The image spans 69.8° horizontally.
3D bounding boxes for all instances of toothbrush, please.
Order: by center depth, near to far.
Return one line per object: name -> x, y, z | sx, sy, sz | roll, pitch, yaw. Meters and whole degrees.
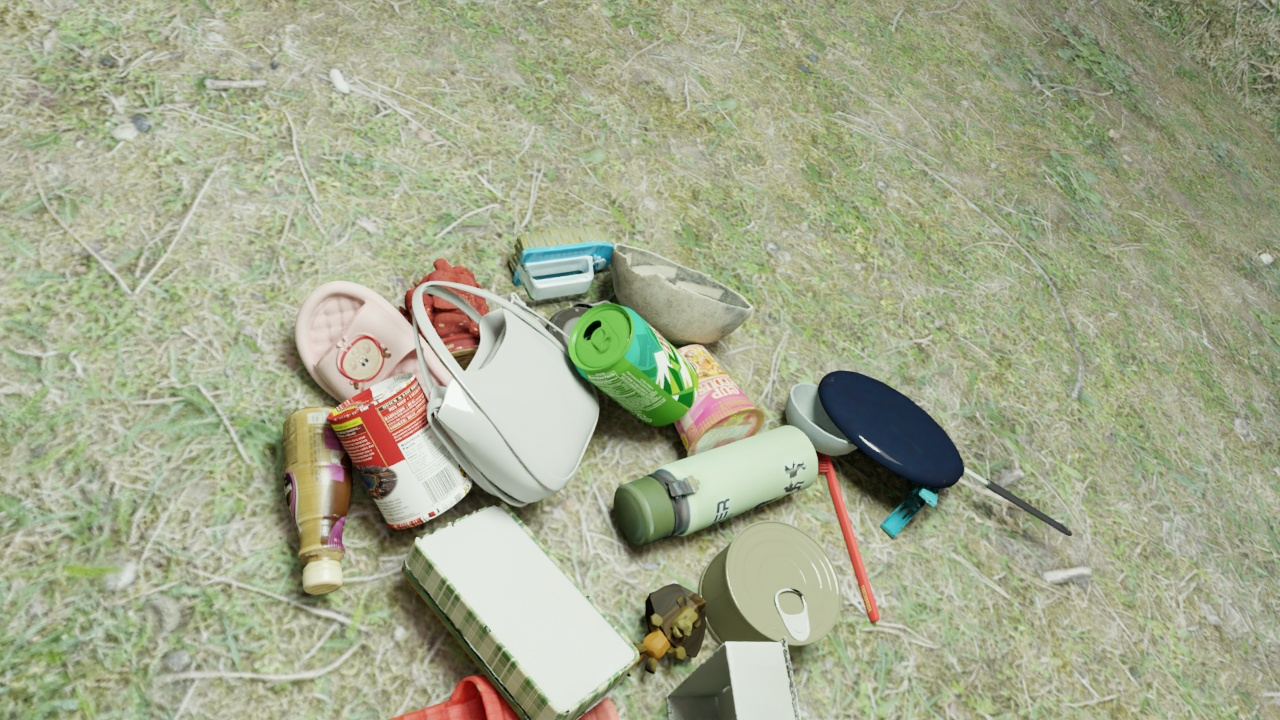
toothbrush -> 0.232, 0.193, 1.047 | 0.017, 0.012, 0.212 | 3, 57, -24

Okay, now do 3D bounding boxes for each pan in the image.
pan -> 0.372, 0.117, 1.110 | 0.356, 0.021, 0.198 | 31, 27, -1

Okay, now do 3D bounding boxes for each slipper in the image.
slipper -> -0.129, 0.316, 0.764 | 0.248, 0.059, 0.103 | -3, 59, -25
slipper -> -0.245, 0.019, 0.892 | 0.221, 0.055, 0.107 | 44, 95, -3

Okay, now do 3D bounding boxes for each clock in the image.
clock -> -0.065, -0.017, 1.033 | 0.091, 0.044, 0.122 | 43, 50, 6

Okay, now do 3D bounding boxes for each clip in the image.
clip -> 0.341, 0.152, 1.085 | 0.027, 0.103, 0.119 | 48, 38, 9

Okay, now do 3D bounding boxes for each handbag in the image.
handbag -> -0.140, 0.011, 0.885 | 0.222, 0.096, 0.215 | 51, 32, -20

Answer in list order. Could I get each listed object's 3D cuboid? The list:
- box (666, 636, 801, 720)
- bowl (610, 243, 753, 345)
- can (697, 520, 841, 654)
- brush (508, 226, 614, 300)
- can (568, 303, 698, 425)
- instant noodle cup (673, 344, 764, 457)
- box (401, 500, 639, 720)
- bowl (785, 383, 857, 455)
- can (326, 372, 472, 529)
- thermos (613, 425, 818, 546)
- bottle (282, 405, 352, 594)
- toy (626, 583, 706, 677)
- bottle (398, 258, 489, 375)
box -> 0.069, 0.418, 0.714 | 0.098, 0.166, 0.367 | 11, 52, -12
bowl -> 0.036, -0.066, 1.076 | 0.178, 0.081, 0.178 | 23, 16, -7
can -> 0.129, 0.235, 0.929 | 0.127, 0.073, 0.127 | 12, 53, -17
brush -> -0.082, -0.114, 1.085 | 0.135, 0.056, 0.075 | -12, 59, -31
can -> -0.006, 0.006, 0.947 | 0.144, 0.083, 0.083 | 40, 34, -51
instant noodle cup -> 0.070, 0.044, 1.028 | 0.097, 0.098, 0.108 | -11, 55, -31
box -> -0.107, 0.222, 0.807 | 0.205, 0.051, 0.117 | 41, 34, 20
bowl -> 0.215, 0.076, 1.092 | 0.106, 0.039, 0.106 | 22, 30, -14
can -> -0.218, 0.082, 0.836 | 0.086, 0.087, 0.116 | -37, 109, -38
thermos -> 0.081, 0.131, 0.974 | 0.230, 0.083, 0.082 | -13, 64, -32
bottle -> -0.287, 0.124, 0.821 | 0.059, 0.060, 0.165 | 1, 58, -25
toy -> 0.022, 0.261, 0.873 | 0.099, 0.063, 0.076 | -40, 99, -33
bottle -> -0.209, -0.045, 0.962 | 0.098, 0.099, 0.111 | -6, 71, -29
